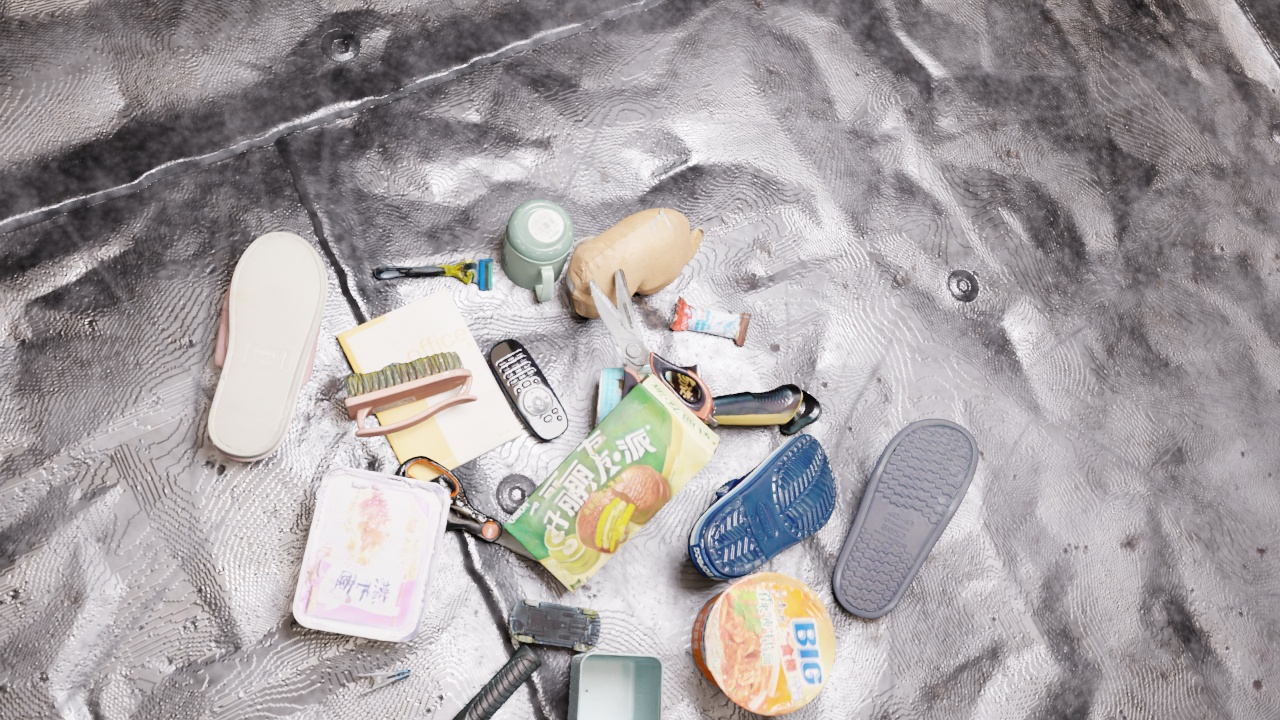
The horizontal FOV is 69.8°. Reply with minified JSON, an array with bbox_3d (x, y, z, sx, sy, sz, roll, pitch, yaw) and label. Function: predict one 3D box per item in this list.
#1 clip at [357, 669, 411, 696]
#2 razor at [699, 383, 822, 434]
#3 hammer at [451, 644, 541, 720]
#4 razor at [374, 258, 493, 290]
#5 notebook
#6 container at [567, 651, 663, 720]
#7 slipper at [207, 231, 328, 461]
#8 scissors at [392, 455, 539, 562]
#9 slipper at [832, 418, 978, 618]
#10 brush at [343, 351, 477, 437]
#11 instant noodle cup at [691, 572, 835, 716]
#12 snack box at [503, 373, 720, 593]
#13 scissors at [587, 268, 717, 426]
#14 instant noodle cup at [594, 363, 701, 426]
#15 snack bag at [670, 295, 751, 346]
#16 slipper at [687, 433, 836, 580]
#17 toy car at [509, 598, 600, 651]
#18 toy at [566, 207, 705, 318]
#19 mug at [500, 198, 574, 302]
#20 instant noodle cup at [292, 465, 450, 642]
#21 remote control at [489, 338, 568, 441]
[{"bbox_3d":[-0.277,0.347,0.995,0.057,0.024,0.028,-11,74,-12],"label":"clip"},{"bbox_3d":[0.146,0.064,1.139,0.167,0.062,0.068,-1,115,-28],"label":"razor"},{"bbox_3d":[-0.221,0.428,0.980,0.129,0.033,0.300,45,70,2],"label":"hammer"},{"bbox_3d":[-0.254,-0.109,1.130,0.142,0.022,0.043,-1,119,-10],"label":"razor"},{"bbox_3d":[-0.250,0.029,1.096,0.145,0.010,0.206,-26,82,-16],"label":"notebook"},{"bbox_3d":[-0.031,0.364,0.999,0.090,0.112,0.090,6,73,-11],"label":"container"},{"bbox_3d":[-0.425,-0.017,1.047,0.114,0.055,0.274,7,70,-11],"label":"slipper"},{"bbox_3d":[-0.178,0.177,1.061,0.234,0.022,0.125,9,83,-10],"label":"scissors"},{"bbox_3d":[0.322,0.193,1.153,0.111,0.083,0.268,28,88,7],"label":"slipper"},{"bbox_3d":[-0.263,0.039,1.053,0.145,0.063,0.073,-16,75,-16],"label":"brush"},{"bbox_3d":[0.130,0.321,1.048,0.151,0.112,0.151,3,74,-12],"label":"instant noodle cup"},{"bbox_3d":[-0.033,0.138,1.024,0.114,0.063,0.240,44,106,1],"label":"snack box"},{"bbox_3d":[0.009,0.004,1.048,0.214,0.015,0.197,21,94,5],"label":"scissors"},{"bbox_3d":[0.007,0.053,1.103,0.120,0.111,0.111,5,73,-4],"label":"instant noodle cup"},{"bbox_3d":[0.091,-0.051,1.189,0.104,0.026,0.048,15,84,-8],"label":"snack bag"},{"bbox_3d":[0.141,0.182,1.098,0.252,0.095,0.105,-32,98,-40],"label":"slipper"},{"bbox_3d":[-0.098,0.301,1.044,0.105,0.031,0.048,13,71,-11],"label":"toy car"},{"bbox_3d":[0.010,-0.131,1.134,0.225,0.144,0.082,-25,70,-29],"label":"toy"},{"bbox_3d":[-0.124,-0.130,1.120,0.082,0.106,0.111,-8,77,-16],"label":"mug"},{"bbox_3d":[-0.289,0.207,0.998,0.138,0.060,0.173,13,87,-9],"label":"instant noodle cup"},{"bbox_3d":[-0.136,0.036,1.114,0.053,0.024,0.136,-30,84,-20],"label":"remote control"}]
